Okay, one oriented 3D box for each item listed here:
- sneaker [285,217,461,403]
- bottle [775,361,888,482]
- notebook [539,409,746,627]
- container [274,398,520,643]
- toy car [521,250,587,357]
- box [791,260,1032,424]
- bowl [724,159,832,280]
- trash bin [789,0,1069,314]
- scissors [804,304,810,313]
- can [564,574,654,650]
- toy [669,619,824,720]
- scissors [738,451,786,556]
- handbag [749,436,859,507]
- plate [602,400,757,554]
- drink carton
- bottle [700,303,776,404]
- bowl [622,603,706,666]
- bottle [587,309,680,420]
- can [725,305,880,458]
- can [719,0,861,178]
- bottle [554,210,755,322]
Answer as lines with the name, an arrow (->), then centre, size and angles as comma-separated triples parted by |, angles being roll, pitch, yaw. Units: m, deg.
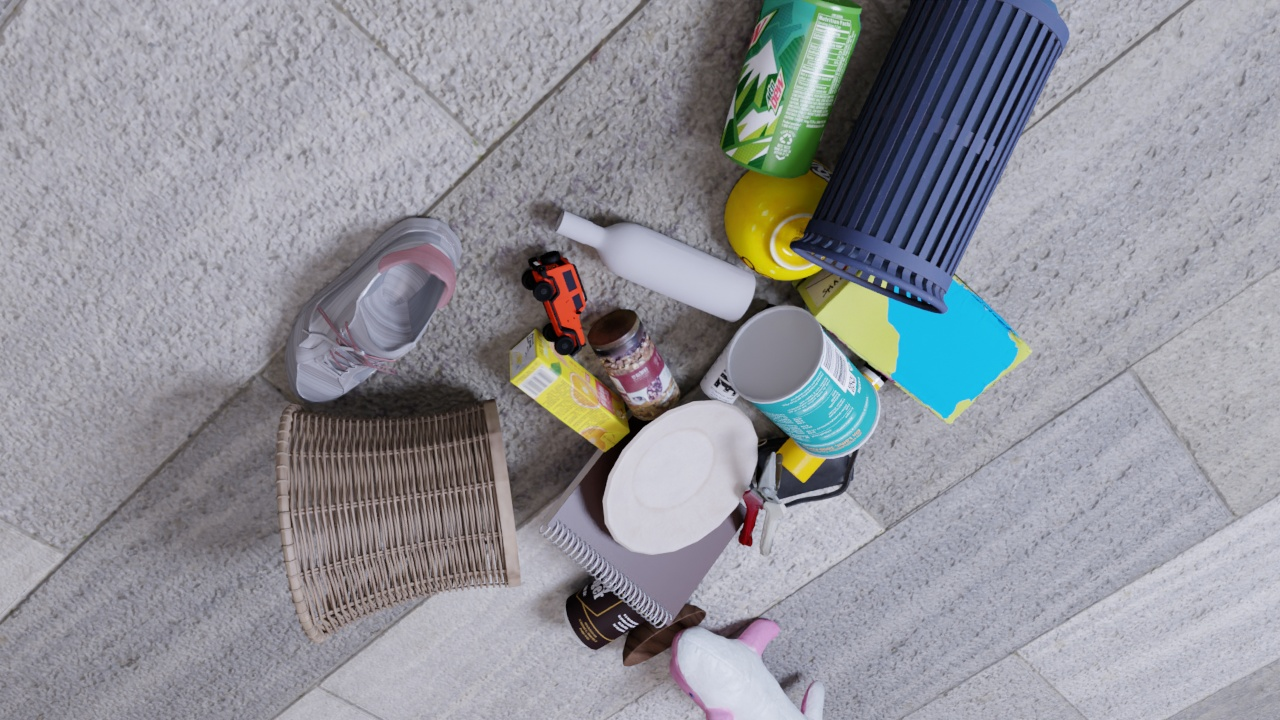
sneaker -> -0.257, -0.028, 0.854 | 0.099, 0.089, 0.237 | 36, 112, -26
bottle -> 0.205, 0.062, 0.973 | 0.043, 0.043, 0.143 | 40, 93, -27
notebook -> 0.010, 0.176, 1.009 | 0.209, 0.022, 0.171 | 46, 75, -29
container -> -0.228, 0.141, 0.898 | 0.196, 0.226, 0.227 | -8, 123, -11
toy car -> -0.077, -0.055, 0.881 | 0.048, 0.051, 0.100 | -25, 117, -12
box -> 0.275, -0.043, 0.923 | 0.221, 0.079, 0.125 | 32, 113, -26
bowl -> 0.141, -0.125, 0.856 | 0.117, 0.067, 0.117 | -3, 123, -5
trash bin -> 0.239, -0.180, 0.755 | 0.139, 0.139, 0.249 | 22, 96, -20
scissors -> 0.163, 0.003, 0.976 | 0.118, 0.015, 0.139 | -37, 113, 14
can -> -0.024, 0.286, 1.094 | 0.129, 0.071, 0.072 | -35, 120, 14
toy -> 0.121, 0.424, 1.176 | 0.265, 0.186, 0.128 | 43, 147, -18
scissors -> 0.130, 0.156, 1.003 | 0.140, 0.015, 0.189 | -2, 131, 41
handbag -> 0.180, 0.113, 1.022 | 0.128, 0.054, 0.079 | -14, 119, 5
plate -> 0.040, 0.121, 0.971 | 0.188, 0.027, 0.189 | -15, 124, -25
drink carton -> -0.070, 0.031, 0.934 | 0.043, 0.058, 0.134 | -40, 120, 17
bottle -> 0.108, -0.007, 0.942 | 0.041, 0.041, 0.116 | 24, 116, -21
bowl -> 0.023, 0.330, 1.132 | 0.119, 0.032, 0.119 | -27, 153, -15
bottle -> -0.005, 0.005, 0.927 | 0.056, 0.056, 0.105 | -25, 122, 9
can -> 0.161, 0.024, 0.897 | 0.099, 0.099, 0.144 | -36, 138, 15
can -> 0.126, -0.235, 0.774 | 0.083, 0.083, 0.144 | 9, 120, -13
bottle -> 0.013, -0.094, 0.868 | 0.195, 0.052, 0.053 | 21, 117, -19
